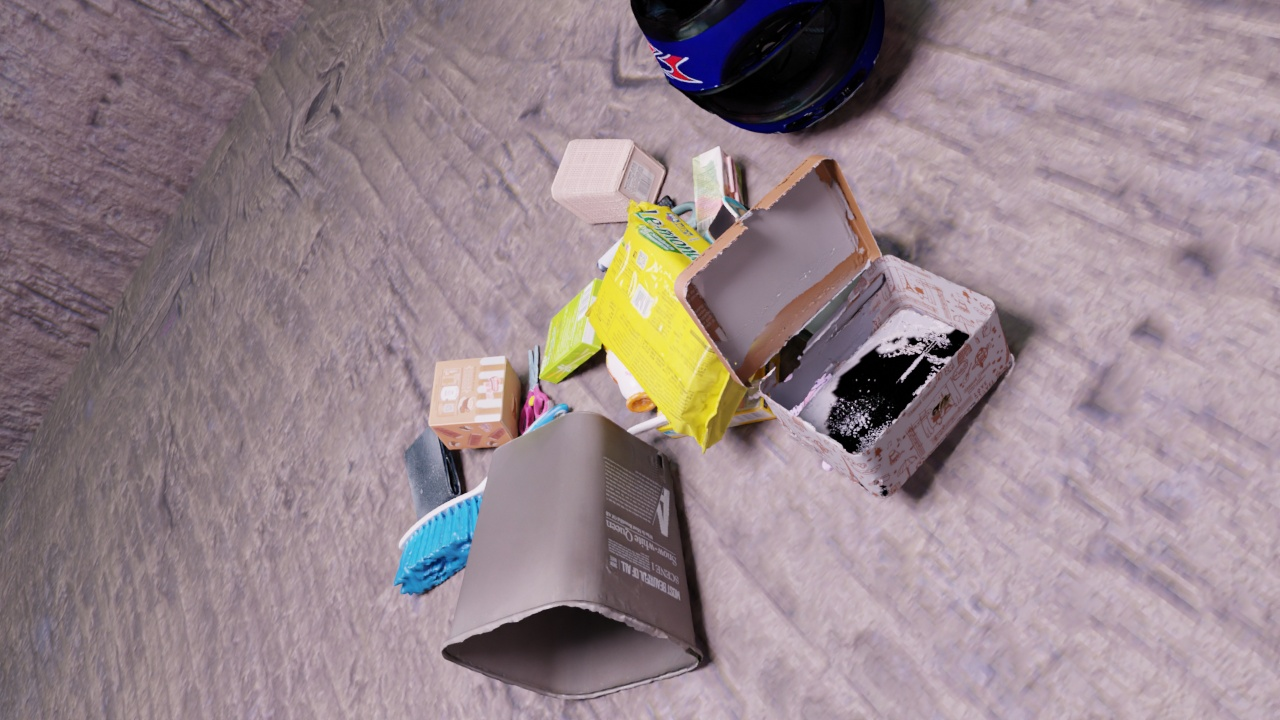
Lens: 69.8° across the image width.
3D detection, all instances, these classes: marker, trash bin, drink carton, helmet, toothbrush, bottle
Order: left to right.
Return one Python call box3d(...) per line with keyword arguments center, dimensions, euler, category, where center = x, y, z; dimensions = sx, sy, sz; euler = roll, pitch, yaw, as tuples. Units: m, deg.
box3d(center=(-0.060, 0.190, 0.904), dimensions=(0.199, 0.199, 0.219), euler=(-26, 45, 31), category="trash bin")
box3d(center=(-0.006, 0.006, 1.037), dimensions=(0.063, 0.063, 0.108), euler=(-34, 47, 27), category="bottle")
box3d(center=(-0.006, -0.159, 1.162), dimensions=(0.131, 0.018, 0.022), euler=(-43, 83, 22), category="marker")
box3d(center=(0.055, 0.053, 0.940), dimensions=(0.181, 0.016, 0.016), euler=(-22, 60, 35), category="toothbrush")
box3d(center=(0.092, -0.181, 1.052), dimensions=(0.046, 0.053, 0.122), euler=(-20, 55, 31), category="drink carton")
box3d(center=(0.136, -0.356, 0.957), dimensions=(0.248, 0.240, 0.314), euler=(-37, 35, 24), category="helmet")

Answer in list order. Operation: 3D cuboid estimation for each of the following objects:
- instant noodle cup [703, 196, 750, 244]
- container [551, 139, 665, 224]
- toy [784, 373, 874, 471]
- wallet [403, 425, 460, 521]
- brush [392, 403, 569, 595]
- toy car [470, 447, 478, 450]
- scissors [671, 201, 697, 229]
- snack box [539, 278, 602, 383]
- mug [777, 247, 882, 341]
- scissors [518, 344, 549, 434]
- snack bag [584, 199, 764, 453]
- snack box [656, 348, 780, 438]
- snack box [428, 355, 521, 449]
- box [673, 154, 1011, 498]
box3d(center=(0.094, -0.093, 0.969), dimensions=(0.121, 0.111, 0.111), euler=(-51, 42, 19), category="instant noodle cup")
box3d(center=(-0.038, -0.232, 1.184), dimensions=(0.111, 0.090, 0.090), euler=(9, 75, 44), category="container")
box3d(center=(0.170, 0.046, 0.859), dimensions=(0.084, 0.039, 0.108), euler=(-53, 43, 3), category="toy")
box3d(center=(-0.285, 0.153, 1.239), dimensions=(0.097, 0.019, 0.120), euler=(-42, 56, 34), category="wallet")
box3d(center=(-0.198, 0.175, 1.145), dimensions=(0.315, 0.060, 0.109), euler=(-36, 43, 22), category="brush")
box3d(center=(-0.235, 0.088, 1.240), dimensions=(0.090, 0.035, 0.042), euler=(34, 95, 43), category="toy car")
box3d(center=(0.020, -0.130, 1.123), dimensions=(0.179, 0.019, 0.161), euler=(-16, 58, 40), category="scissors")
box3d(center=(-0.080, -0.033, 1.117), dimensions=(0.157, 0.026, 0.085), euler=(-35, 41, 59), category="snack box")
box3d(center=(0.164, -0.083, 0.884), dimensions=(0.106, 0.111, 0.082), euler=(-58, 12, 0), category="mug")
box3d(center=(-0.144, 0.037, 1.196), dimensions=(0.072, 0.017, 0.137), euler=(-46, 38, 30), category="scissors")
box3d(center=(0.029, -0.044, 0.915), dimensions=(0.246, 0.068, 0.158), euler=(48, 124, 42), category="snack bag")
box3d(center=(0.081, 0.027, 0.964), dimensions=(0.141, 0.033, 0.086), euler=(-14, 59, 38), category="snack box")
box3d(center=(-0.209, 0.055, 1.174), dimensions=(0.094, 0.077, 0.092), euler=(-5, 60, 8), category="snack box")
box3d(center=(0.177, -0.026, 0.752), dimensions=(0.180, 0.217, 0.158), euler=(-43, 33, -8), category="box")
